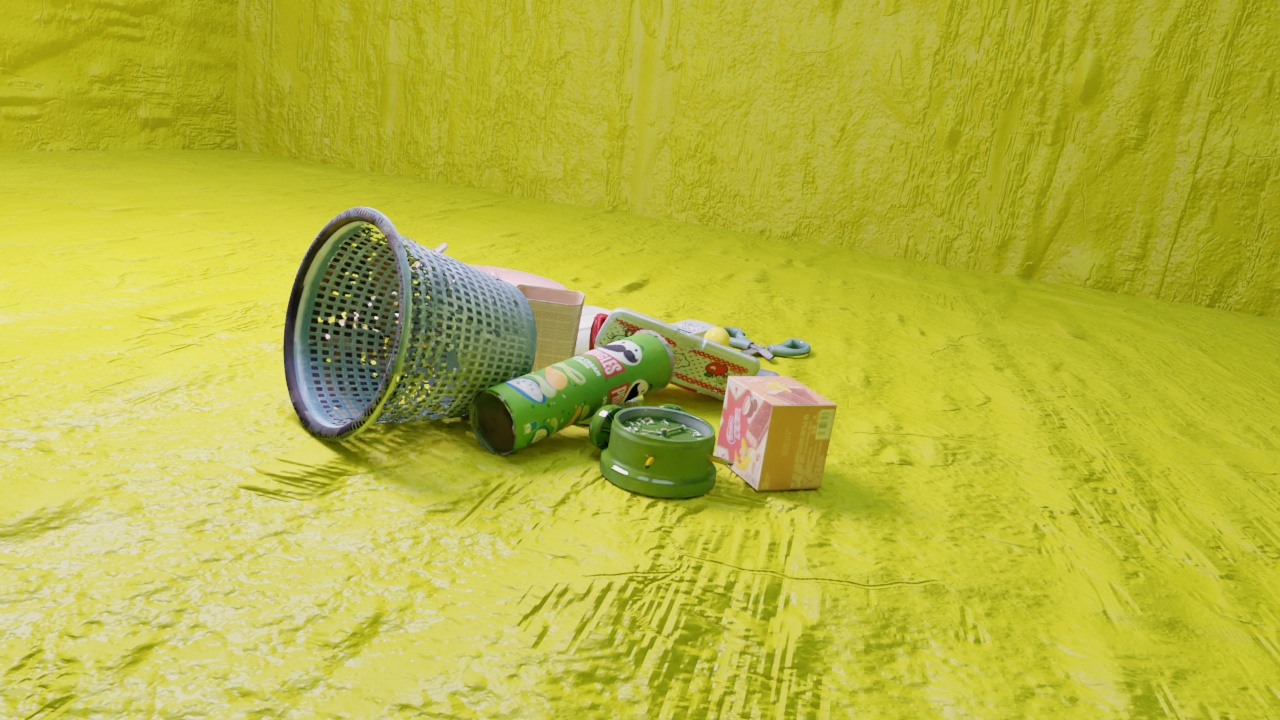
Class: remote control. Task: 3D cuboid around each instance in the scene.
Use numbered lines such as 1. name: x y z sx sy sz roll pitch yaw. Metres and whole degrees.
1. remote control: 0.070 -0.046 1.490 0.058 0.021 0.149 16 16 27

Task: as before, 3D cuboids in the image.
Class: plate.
1. plate: -0.234 -0.120 1.512 0.229 0.028 0.229 10 15 -3
2. plate: -0.114 -0.050 1.384 0.162 0.034 0.265 18 18 33

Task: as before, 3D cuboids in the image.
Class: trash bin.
1. trash bin: -0.224 -0.026 0.945 0.227 0.226 0.194 22 9 42

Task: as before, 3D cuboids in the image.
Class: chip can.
1. chip can: -0.066 0.031 0.971 0.072 0.072 0.235 21 30 39

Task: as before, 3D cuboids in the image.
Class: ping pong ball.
1. ping pong ball: 0.118 -0.032 1.424 0.040 0.040 0.040 7 15 -2

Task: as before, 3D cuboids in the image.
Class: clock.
1. clock: 0.014 0.082 0.919 0.116 0.056 0.161 2 16 -25

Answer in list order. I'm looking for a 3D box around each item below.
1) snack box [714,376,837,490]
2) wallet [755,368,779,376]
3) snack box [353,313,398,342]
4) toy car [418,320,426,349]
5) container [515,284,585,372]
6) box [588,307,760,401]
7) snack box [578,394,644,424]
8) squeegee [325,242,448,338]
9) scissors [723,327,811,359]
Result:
1. snack box: 0.137 0.073 0.945 0.077 0.093 0.094 1 17 -24
2. wallet: 0.140 0.027 1.267 0.121 0.019 0.097 9 17 -3
3. snack box: -0.343 -0.055 1.292 0.087 0.034 0.140 10 17 6
4. toy car: -0.246 -0.029 1.181 0.156 0.041 0.071 21 29 18
5. container: -0.123 -0.030 1.158 0.090 0.111 0.089 8 15 -1
6. box: 0.043 -0.021 1.152 0.201 0.101 0.102 19 39 -13
7. snack box: -0.041 0.042 1.097 0.085 0.026 0.156 7 15 -6
8. squeegee: -0.249 -0.040 1.131 0.250 0.040 0.247 30 57 24
9. scissors: 0.186 -0.029 1.494 0.181 0.019 0.169 21 21 38
